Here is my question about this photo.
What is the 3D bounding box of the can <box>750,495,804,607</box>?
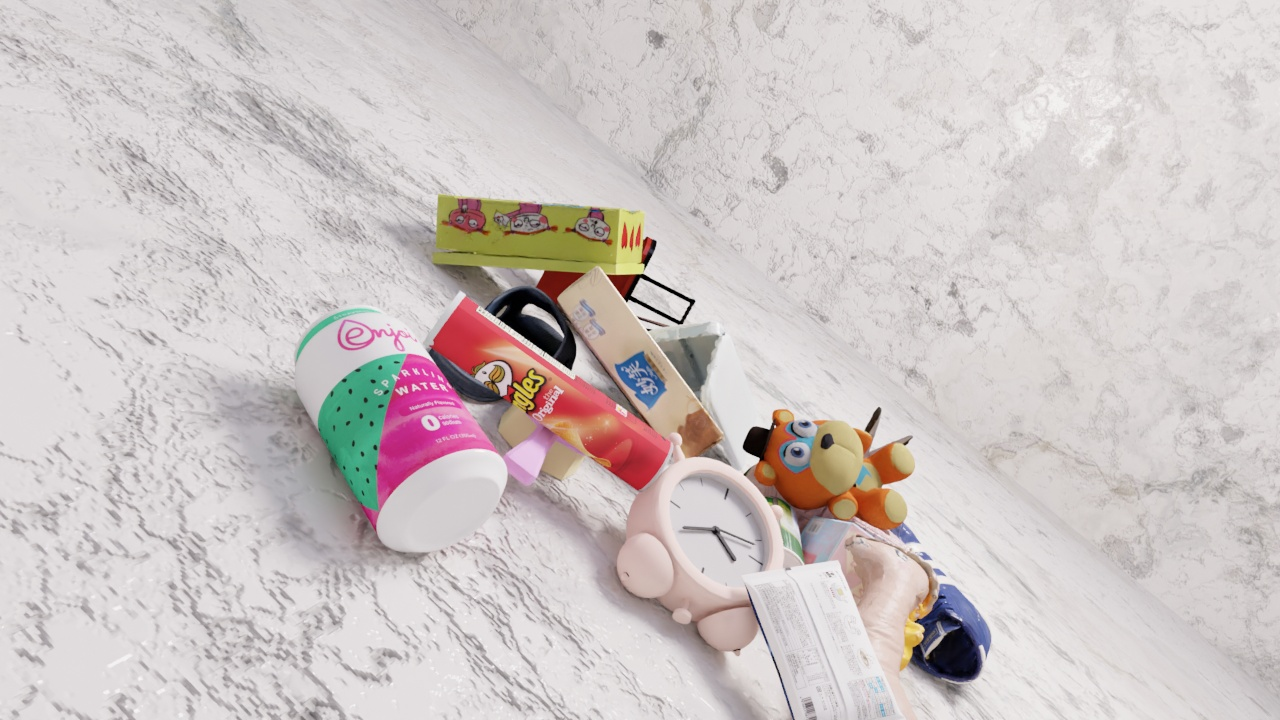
[{"bbox_3d":[0.122,0.183,0.883,0.067,0.067,0.120,37,15,-5],"label":"can"}]

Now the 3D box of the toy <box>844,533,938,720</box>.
[{"bbox_3d":[0.214,0.266,0.757,0.196,0.065,0.263,44,39,6],"label":"toy"}]

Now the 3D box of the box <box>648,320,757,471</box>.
[{"bbox_3d":[0.068,0.034,1.089,0.106,0.129,0.211,4,-31,21],"label":"box"}]

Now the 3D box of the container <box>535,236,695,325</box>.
[{"bbox_3d":[-0.022,-0.095,1.196,0.201,0.148,0.127,27,13,-6],"label":"container"}]

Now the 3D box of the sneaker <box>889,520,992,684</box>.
[{"bbox_3d":[0.297,0.262,1.029,0.233,0.092,0.118,50,20,9],"label":"sneaker"}]

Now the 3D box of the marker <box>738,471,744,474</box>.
[{"bbox_3d":[0.093,0.134,1.043,0.019,0.019,0.145,48,18,30],"label":"marker"}]

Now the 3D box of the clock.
[{"bbox_3d":[0.048,0.156,0.772,0.131,0.086,0.160,36,36,-10],"label":"clock"}]

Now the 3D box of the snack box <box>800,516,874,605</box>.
[{"bbox_3d":[0.204,0.214,0.905,0.095,0.079,0.093,36,-12,-8],"label":"snack box"}]

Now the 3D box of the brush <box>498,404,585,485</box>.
[{"bbox_3d":[-0.084,0.067,0.791,0.089,0.043,0.228,38,16,-2],"label":"brush"}]

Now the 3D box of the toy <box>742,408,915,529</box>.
[{"bbox_3d":[0.192,0.111,0.952,0.176,0.096,0.111,12,52,13],"label":"toy"}]

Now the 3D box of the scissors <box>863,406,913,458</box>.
[{"bbox_3d":[0.223,0.146,1.050,0.180,0.196,0.015,1,3,35],"label":"scissors"}]

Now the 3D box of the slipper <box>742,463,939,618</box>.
[{"bbox_3d":[0.213,0.195,1.010,0.239,0.094,0.064,36,19,12],"label":"slipper"}]

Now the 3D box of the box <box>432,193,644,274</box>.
[{"bbox_3d":[-0.112,-0.142,1.054,0.221,0.083,0.124,8,9,12],"label":"box"}]

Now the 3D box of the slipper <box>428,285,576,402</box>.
[{"bbox_3d":[-0.115,-0.024,0.913,0.101,0.083,0.263,42,16,5],"label":"slipper"}]

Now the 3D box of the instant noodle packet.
[{"bbox_3d":[0.137,0.217,0.695,0.087,0.026,0.134,-4,52,-19],"label":"instant noodle packet"}]

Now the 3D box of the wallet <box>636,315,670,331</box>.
[{"bbox_3d":[0.041,-0.035,1.127,0.116,0.018,0.091,15,2,41],"label":"wallet"}]

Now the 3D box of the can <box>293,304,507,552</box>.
[{"bbox_3d":[-0.162,0.042,0.605,0.166,0.088,0.088,48,19,31],"label":"can"}]

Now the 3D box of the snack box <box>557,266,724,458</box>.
[{"bbox_3d":[-0.006,0.006,0.952,0.207,0.055,0.153,53,-4,-4],"label":"snack box"}]

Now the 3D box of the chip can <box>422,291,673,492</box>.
[{"bbox_3d":[-0.073,0.028,0.747,0.214,0.052,0.051,36,16,-10],"label":"chip can"}]
